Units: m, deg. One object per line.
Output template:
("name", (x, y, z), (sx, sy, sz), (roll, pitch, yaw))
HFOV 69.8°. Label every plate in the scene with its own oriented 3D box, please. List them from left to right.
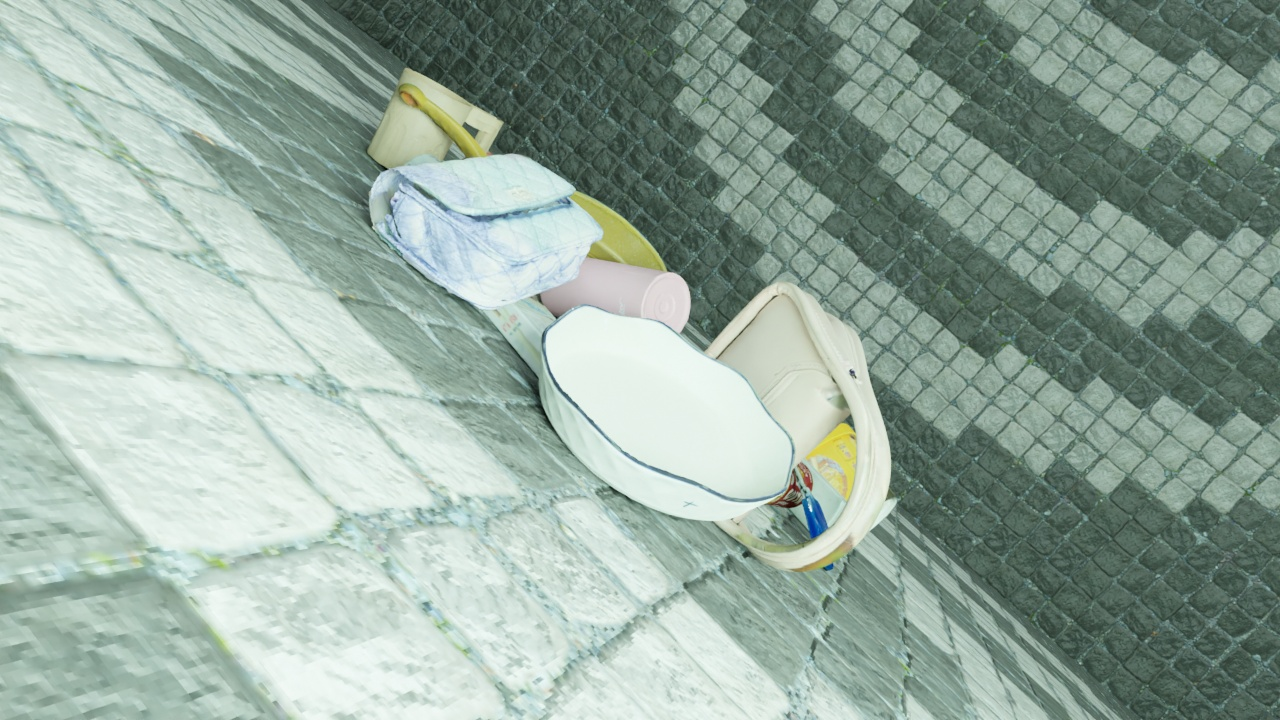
("plate", (0.014, 0.038, 0.660), (0.205, 0.046, 0.204), (25, 27, -14))

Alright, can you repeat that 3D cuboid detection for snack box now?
("snack box", (-0.074, -0.009, 0.769), (0.157, 0.027, 0.084), (46, 9, 36))

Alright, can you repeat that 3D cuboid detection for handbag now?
("handbag", (-0.120, -0.119, 0.778), (0.134, 0.076, 0.193), (37, 25, 8))
("handbag", (0.115, 0.065, 0.739), (0.093, 0.194, 0.234), (29, 20, -29))

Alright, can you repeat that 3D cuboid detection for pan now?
("pan", (-0.122, -0.166, 0.979), (0.357, 0.078, 0.198), (33, -23, -7))

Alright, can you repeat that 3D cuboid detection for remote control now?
("remote control", (0.192, 0.152, 1.095), (0.019, 0.056, 0.135), (27, 14, -39))

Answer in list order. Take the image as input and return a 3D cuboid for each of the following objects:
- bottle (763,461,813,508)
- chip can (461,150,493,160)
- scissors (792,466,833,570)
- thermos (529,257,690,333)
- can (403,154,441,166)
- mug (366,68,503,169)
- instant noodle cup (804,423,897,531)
("bottle", (0.151, 0.130, 0.997), (0.057, 0.057, 0.174), (44, 7, 23))
("chip can", (-0.126, -0.175, 1.114), (0.215, 0.071, 0.071), (34, 5, 15))
("scissors", (0.162, 0.134, 0.913), (0.172, 0.012, 0.132), (55, 23, -43))
("thermos", (-0.046, -0.075, 0.886), (0.199, 0.067, 0.087), (18, -53, 43))
("can", (-0.176, -0.137, 0.898), (0.147, 0.058, 0.058), (43, 7, 17))
("mug", (-0.235, -0.256, 1.048), (0.124, 0.104, 0.084), (23, 16, -30))
("instant noodle cup", (0.251, 0.160, 1.157), (0.114, 0.118, 0.118), (53, 12, 28))
